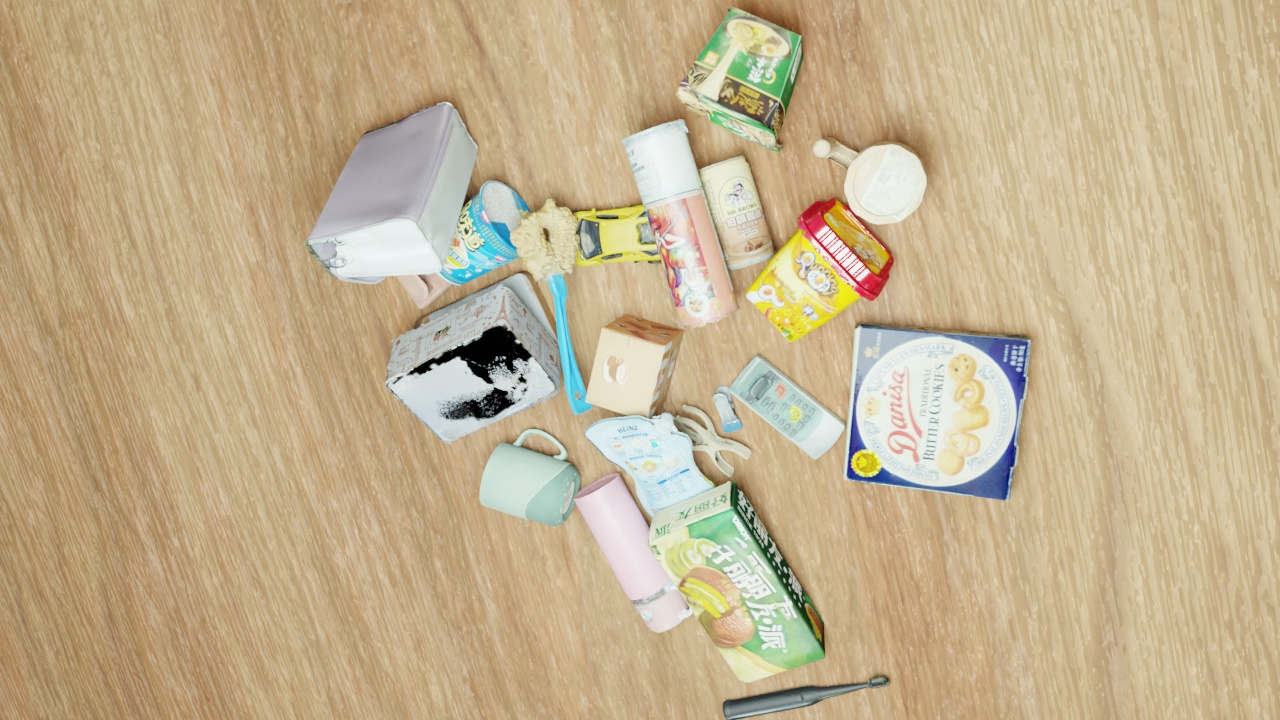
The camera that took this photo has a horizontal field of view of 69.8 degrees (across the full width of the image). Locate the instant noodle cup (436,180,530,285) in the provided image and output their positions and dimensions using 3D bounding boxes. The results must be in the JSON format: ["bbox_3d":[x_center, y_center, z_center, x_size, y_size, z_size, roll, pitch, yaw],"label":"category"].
[{"bbox_3d":[-0.194,-0.145,1.093,0.110,0.099,0.099,-27,94,28],"label":"instant noodle cup"}]

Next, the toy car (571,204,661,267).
[{"bbox_3d":[-0.026,-0.145,1.068,0.156,0.041,0.071,-2,102,18],"label":"toy car"}]

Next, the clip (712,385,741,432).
[{"bbox_3d":[0.103,0.059,1.095,0.024,0.027,0.056,-14,109,21],"label":"clip"}]

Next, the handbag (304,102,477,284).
[{"bbox_3d":[-0.278,-0.187,1.049,0.145,0.196,0.098,-4,141,16],"label":"handbag"}]

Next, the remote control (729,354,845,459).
[{"bbox_3d":[0.171,0.055,1.070,0.135,0.019,0.056,39,110,4],"label":"remote control"}]

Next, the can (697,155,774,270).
[{"bbox_3d":[0.106,-0.163,1.016,0.059,0.058,0.116,-16,99,19],"label":"can"}]

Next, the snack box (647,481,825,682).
[{"bbox_3d":[0.116,0.266,1.085,0.115,0.063,0.240,-25,110,20],"label":"snack box"}]

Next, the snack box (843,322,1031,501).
[{"bbox_3d":[0.323,0.055,1.013,0.183,0.045,0.178,5,104,14],"label":"snack box"}]

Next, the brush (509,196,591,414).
[{"bbox_3d":[-0.093,-0.060,1.065,0.046,0.083,0.255,6,111,51],"label":"brush"}]

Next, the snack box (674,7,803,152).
[{"bbox_3d":[0.115,-0.296,0.960,0.117,0.118,0.106,27,99,8],"label":"snack box"}]

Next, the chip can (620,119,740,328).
[{"bbox_3d":[0.046,-0.146,0.996,0.071,0.071,0.215,-15,100,19],"label":"chip can"}]

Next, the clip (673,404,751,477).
[{"bbox_3d":[0.084,0.089,1.089,0.103,0.034,0.076,28,125,6],"label":"clip"}]

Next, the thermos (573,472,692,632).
[{"bbox_3d":[-0.002,0.237,1.134,0.087,0.067,0.198,-26,93,44],"label":"thermos"}]

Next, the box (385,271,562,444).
[{"bbox_3d":[-0.192,-0.014,1.127,0.182,0.157,0.148,-24,131,16],"label":"box"}]

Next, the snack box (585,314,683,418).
[{"bbox_3d":[-0.006,0.006,1.070,0.077,0.094,0.093,18,107,12],"label":"snack box"}]

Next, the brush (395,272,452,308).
[{"bbox_3d":[-0.293,-0.138,1.129,0.063,0.073,0.145,-37,89,21],"label":"brush"}]

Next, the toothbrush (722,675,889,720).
[{"bbox_3d":[0.205,0.419,1.144,0.213,0.026,0.027,-19,136,19],"label":"toothbrush"}]

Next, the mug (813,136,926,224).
[{"bbox_3d":[0.236,-0.194,0.948,0.124,0.103,0.084,33,109,6],"label":"mug"}]

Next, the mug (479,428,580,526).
[{"bbox_3d":[-0.131,0.144,1.153,0.106,0.082,0.111,15,75,13],"label":"mug"}]

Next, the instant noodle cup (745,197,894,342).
[{"bbox_3d":[0.189,-0.092,0.988,0.116,0.115,0.124,47,122,1],"label":"instant noodle cup"}]

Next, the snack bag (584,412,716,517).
[{"bbox_3d":[0.022,0.128,1.072,0.110,0.038,0.191,-6,134,29],"label":"snack bag"}]
